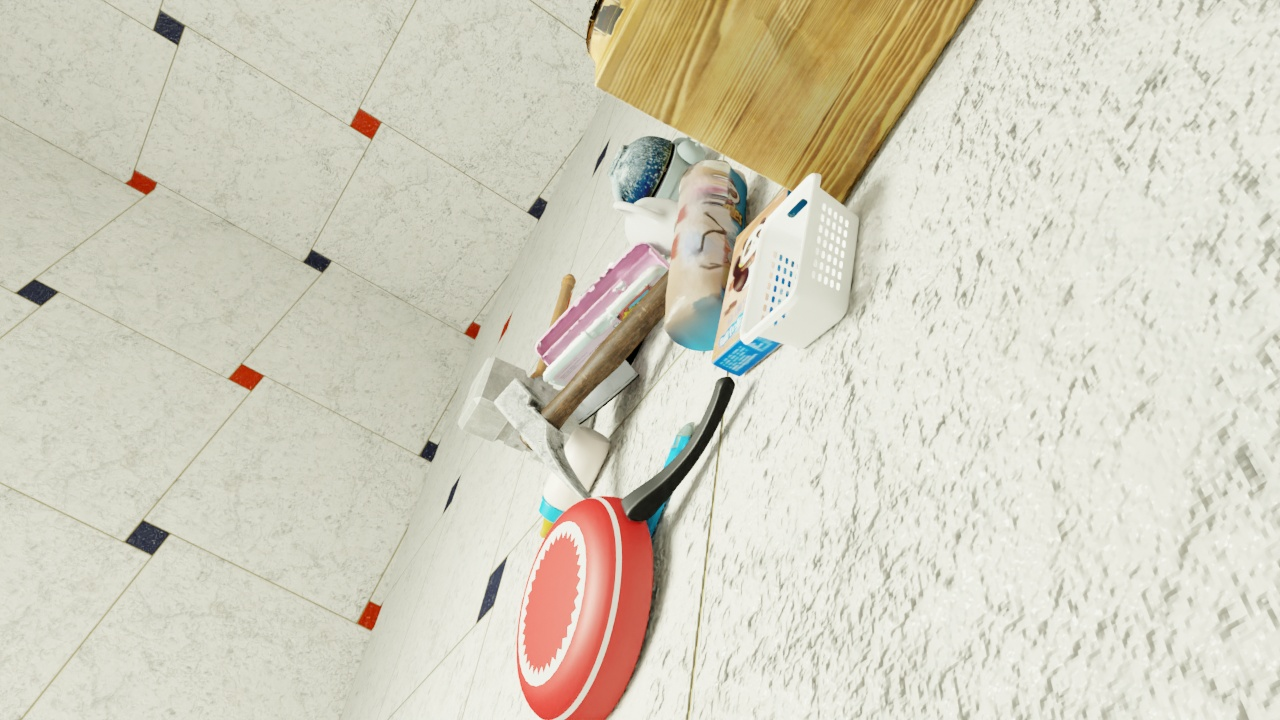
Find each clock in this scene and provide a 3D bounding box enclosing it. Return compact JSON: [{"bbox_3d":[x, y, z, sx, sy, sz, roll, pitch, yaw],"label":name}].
[{"bbox_3d":[0.042,-0.243,1.250,0.159,0.045,0.122,-61,15,13],"label":"clock"},{"bbox_3d":[-0.047,0.033,1.118,0.094,0.035,0.122,-39,2,7],"label":"clock"}]

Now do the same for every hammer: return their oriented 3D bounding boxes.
[{"bbox_3d":[-0.006,0.006,1.011,0.300,0.037,0.217,-48,51,1],"label":"hammer"},{"bbox_3d":[-0.132,-0.013,1.310,0.083,0.162,0.316,-51,20,46],"label":"hammer"}]

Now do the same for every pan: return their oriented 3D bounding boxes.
[{"bbox_3d":[-0.021,0.162,0.810,0.357,0.067,0.208,-64,23,17],"label":"pan"}]

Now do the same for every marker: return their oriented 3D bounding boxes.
[{"bbox_3d":[0.004,-0.053,1.171,0.016,0.022,0.138,144,149,-88],"label":"marker"}]

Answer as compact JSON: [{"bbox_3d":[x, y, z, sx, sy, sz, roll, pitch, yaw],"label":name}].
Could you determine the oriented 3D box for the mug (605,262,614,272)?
[{"bbox_3d":[-0.022,-0.070,1.221,0.090,0.074,0.110,-66,-12,-2],"label":"mug"}]

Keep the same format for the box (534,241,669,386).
[{"bbox_3d":[-0.042,-0.048,1.112,0.202,0.088,0.095,-44,6,13],"label":"box"}]

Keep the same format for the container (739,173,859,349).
[{"bbox_3d":[0.125,-0.070,0.706,0.081,0.049,0.129,-45,24,54],"label":"container"}]

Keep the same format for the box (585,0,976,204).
[{"bbox_3d":[0.109,-0.320,0.753,0.280,0.257,0.215,-58,18,25],"label":"box"}]

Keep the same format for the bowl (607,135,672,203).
[{"bbox_3d":[-0.009,-0.258,1.246,0.115,0.060,0.114,-60,14,26],"label":"bowl"}]

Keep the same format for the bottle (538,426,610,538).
[{"bbox_3d":[-0.087,0.151,1.106,0.146,0.051,0.051,-63,14,10],"label":"bottle"}]

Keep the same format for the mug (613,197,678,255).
[{"bbox_3d":[0.020,-0.172,1.135,0.089,0.107,0.071,19,88,56],"label":"mug"}]

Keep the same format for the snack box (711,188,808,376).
[{"bbox_3d":[0.108,-0.069,0.800,0.087,0.034,0.151,-45,26,53],"label":"snack box"}]

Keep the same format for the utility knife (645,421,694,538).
[{"bbox_3d":[0.013,0.136,0.847,0.031,0.015,0.173,165,127,-74],"label":"utility knife"}]

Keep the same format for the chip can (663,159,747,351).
[{"bbox_3d":[0.068,-0.113,0.930,0.080,0.080,0.228,-53,20,42],"label":"chip can"}]
